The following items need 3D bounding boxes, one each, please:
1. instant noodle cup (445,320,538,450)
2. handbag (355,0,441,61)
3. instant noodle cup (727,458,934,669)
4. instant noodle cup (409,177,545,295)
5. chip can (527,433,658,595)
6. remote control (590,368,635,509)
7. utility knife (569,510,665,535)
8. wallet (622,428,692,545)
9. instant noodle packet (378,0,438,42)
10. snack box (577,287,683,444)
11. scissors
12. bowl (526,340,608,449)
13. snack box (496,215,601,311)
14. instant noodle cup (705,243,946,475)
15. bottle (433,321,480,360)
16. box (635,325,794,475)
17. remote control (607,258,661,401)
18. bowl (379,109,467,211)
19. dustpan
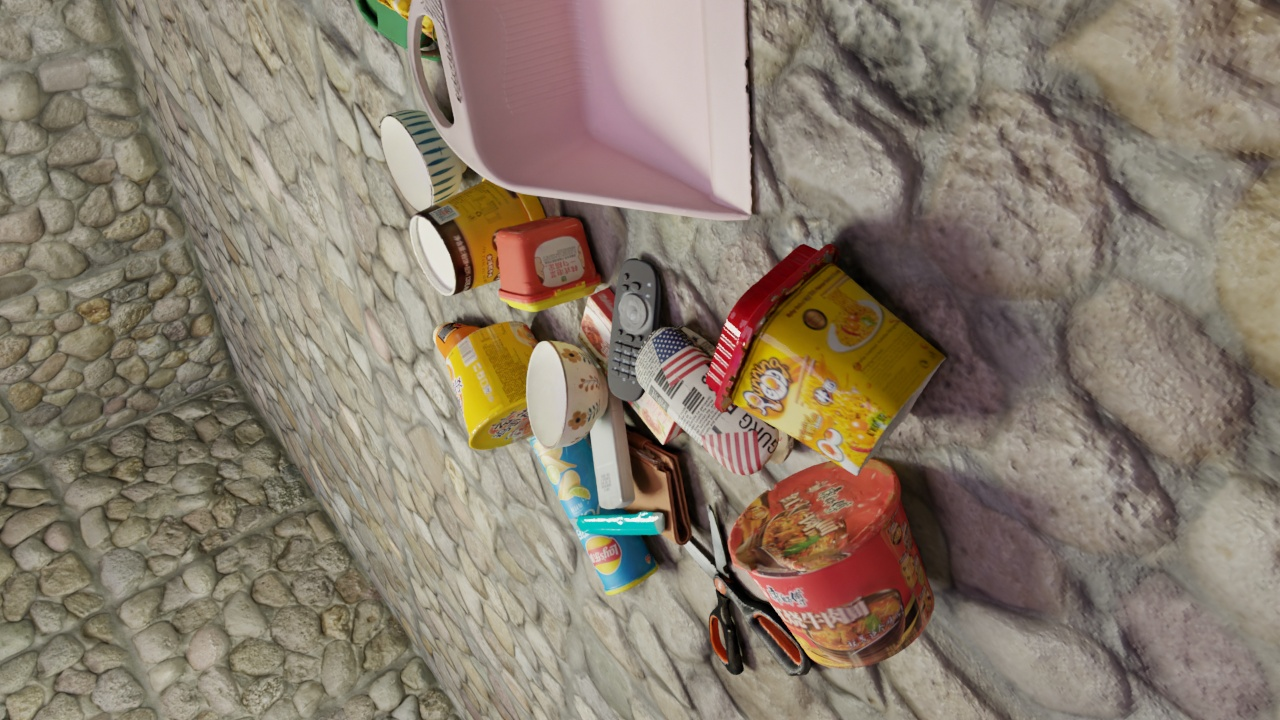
[{"bbox_3d":[-0.161,0.027,1.089,0.109,0.137,0.138,62,152,18],"label":"instant noodle cup"},{"bbox_3d":[-0.232,-0.382,0.926,0.120,0.067,0.132,45,147,13],"label":"handbag"},{"bbox_3d":[0.152,0.155,0.698,0.138,0.137,0.108,-2,121,59],"label":"instant noodle cup"},{"bbox_3d":[-0.175,-0.133,0.985,0.118,0.114,0.119,38,142,37],"label":"instant noodle cup"},{"bbox_3d":[-0.057,0.170,1.097,0.210,0.071,0.071,63,151,0],"label":"chip can"},{"bbox_3d":[-0.033,0.083,0.984,0.058,0.021,0.150,-27,69,59],"label":"remote control"},{"bbox_3d":[-0.027,0.180,1.015,0.167,0.013,0.029,-12,104,47],"label":"utility knife"},{"bbox_3d":[0.004,0.132,1.004,0.132,0.031,0.108,22,127,53],"label":"wallet"},{"bbox_3d":[-0.176,-0.359,0.817,0.111,0.044,0.128,40,106,30],"label":"instant noodle packet"},{"bbox_3d":[-0.005,0.005,0.921,0.153,0.025,0.075,51,150,20],"label":"snack box"},{"bbox_3d":[0.097,0.256,0.970,0.221,0.021,0.234,30,136,46],"label":"scissors"},{"bbox_3d":[-0.073,0.036,0.966,0.114,0.062,0.113,0,89,63],"label":"bowl"},{"bbox_3d":[-0.094,-0.099,0.913,0.082,0.091,0.080,17,121,53],"label":"snack box"},{"bbox_3d":[0.127,0.003,0.630,0.124,0.115,0.116,38,144,18],"label":"instant noodle cup"},{"bbox_3d":[-0.250,-0.024,1.260,0.149,0.066,0.067,26,135,58],"label":"bottle"},{"bbox_3d":[0.056,0.032,0.789,0.163,0.082,0.075,46,141,31],"label":"box"},{"bbox_3d":[-0.003,-0.028,0.864,0.053,0.024,0.136,19,109,36],"label":"remote control"},{"bbox_3d":[-0.243,-0.235,1.057,0.116,0.066,0.117,40,145,35],"label":"bowl"},{"bbox_3d":[-0.053,-0.213,0.697,0.273,0.138,0.223,29,136,46],"label":"dustpan"}]
